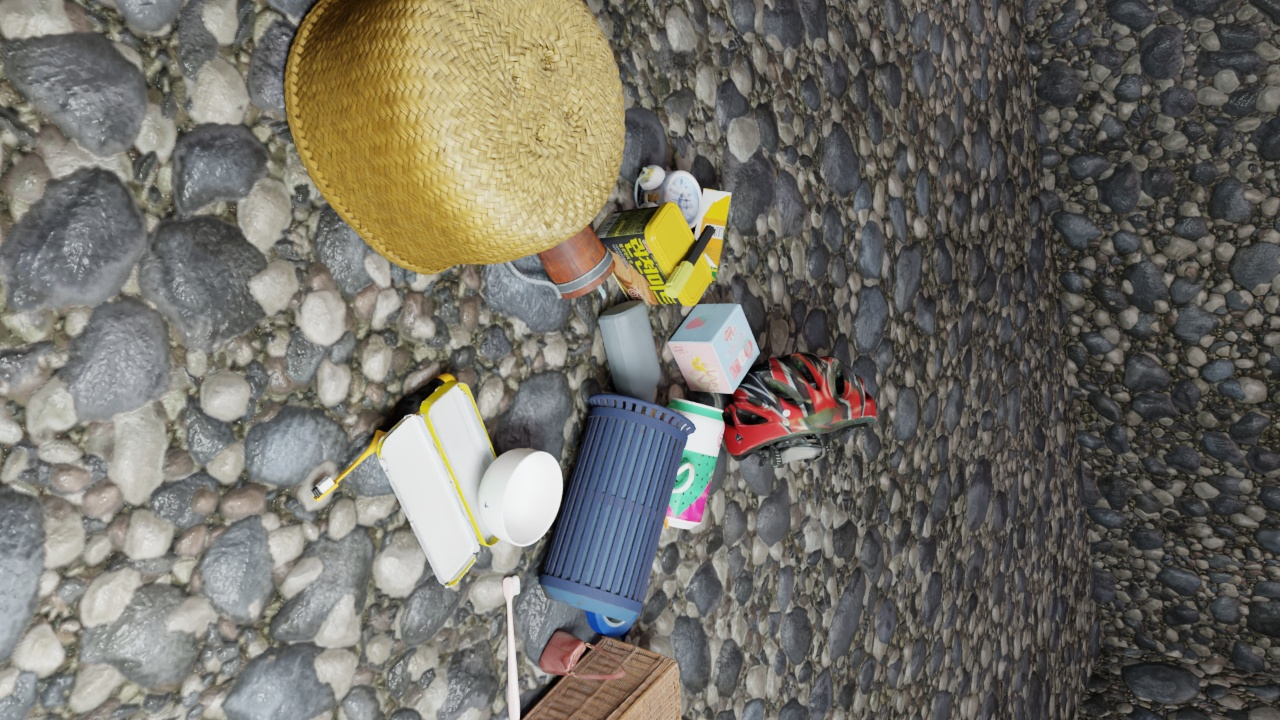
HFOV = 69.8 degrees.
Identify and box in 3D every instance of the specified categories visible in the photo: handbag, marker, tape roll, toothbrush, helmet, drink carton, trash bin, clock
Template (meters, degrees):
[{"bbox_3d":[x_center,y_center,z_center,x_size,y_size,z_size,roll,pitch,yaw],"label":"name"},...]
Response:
[{"bbox_3d":[-0.065,0.358,1.094,0.029,0.120,0.055,55,51,-35],"label":"handbag"},{"bbox_3d":[0.063,-0.128,1.157,0.021,0.018,0.123,57,49,-34],"label":"marker"},{"bbox_3d":[-0.034,0.318,1.210,0.093,0.016,0.091,50,55,-38],"label":"tape roll"},{"bbox_3d":[-0.149,0.342,1.075,0.018,0.016,0.181,-4,93,-56],"label":"toothbrush"},{"bbox_3d":[0.227,0.072,1.348,0.217,0.272,0.167,-11,84,-10],"label":"helmet"},{"bbox_3d":[-0.256,0.075,0.929,0.196,0.031,0.031,-47,129,-38],"label":"toothbrush"},{"bbox_3d":[0.100,-0.178,1.323,0.058,0.041,0.122,76,24,-76],"label":"drink carton"},{"bbox_3d":[-0.031,0.181,1.119,0.139,0.139,0.249,33,68,-46],"label":"trash bin"},{"bbox_3d":[0.032,-0.219,1.256,0.125,0.052,0.089,2,90,-47],"label":"clock"}]

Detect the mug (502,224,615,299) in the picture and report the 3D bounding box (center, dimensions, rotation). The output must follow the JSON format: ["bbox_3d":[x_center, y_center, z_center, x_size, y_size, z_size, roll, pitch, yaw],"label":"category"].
[{"bbox_3d":[-0.103,-0.129,1.082,0.117,0.081,0.111,-42,120,-18],"label":"mug"}]

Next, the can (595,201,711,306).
[{"bbox_3d":[0.015,-0.135,1.195,0.072,0.101,0.131,-57,131,-33],"label":"can"}]

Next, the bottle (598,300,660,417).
[{"bbox_3d":[-0.007,0.007,1.214,0.072,0.046,0.161,-30,114,-46],"label":"bottle"}]

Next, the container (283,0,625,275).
[{"bbox_3d":[-0.162,-0.250,0.910,0.306,0.197,0.307,2,87,-51],"label":"container"}]

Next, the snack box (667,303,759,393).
[{"bbox_3d":[0.106,-0.018,1.324,0.092,0.080,0.095,-52,130,-36],"label":"snack box"}]

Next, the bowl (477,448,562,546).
[{"bbox_3d":[-0.138,0.147,1.008,0.104,0.054,0.105,-22,116,-55],"label":"bowl"}]

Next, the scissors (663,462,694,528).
[{"bbox_3d":[0.018,0.162,1.202,0.011,0.129,0.125,18,45,-53],"label":"scissors"}]

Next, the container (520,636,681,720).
[{"bbox_3d":[-0.048,0.443,1.109,0.197,0.113,0.114,-33,126,-45],"label":"container"}]

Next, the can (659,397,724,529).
[{"bbox_3d":[0.057,0.139,1.244,0.088,0.088,0.166,17,86,-49],"label":"can"}]

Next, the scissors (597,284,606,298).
[{"bbox_3d":[-0.071,-0.135,1.161,0.056,0.015,0.137,-51,123,-39],"label":"scissors"}]

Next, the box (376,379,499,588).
[{"bbox_3d":[-0.202,0.133,0.978,0.126,0.023,0.210,-44,134,-37],"label":"box"}]
